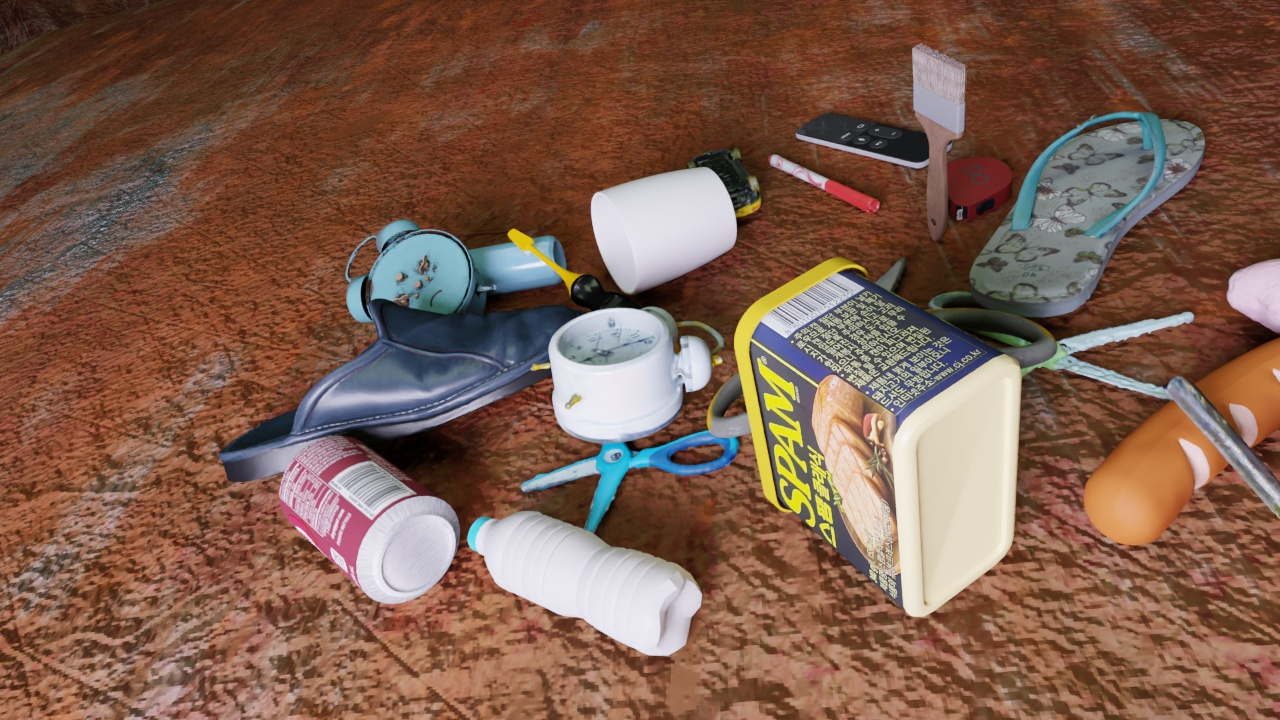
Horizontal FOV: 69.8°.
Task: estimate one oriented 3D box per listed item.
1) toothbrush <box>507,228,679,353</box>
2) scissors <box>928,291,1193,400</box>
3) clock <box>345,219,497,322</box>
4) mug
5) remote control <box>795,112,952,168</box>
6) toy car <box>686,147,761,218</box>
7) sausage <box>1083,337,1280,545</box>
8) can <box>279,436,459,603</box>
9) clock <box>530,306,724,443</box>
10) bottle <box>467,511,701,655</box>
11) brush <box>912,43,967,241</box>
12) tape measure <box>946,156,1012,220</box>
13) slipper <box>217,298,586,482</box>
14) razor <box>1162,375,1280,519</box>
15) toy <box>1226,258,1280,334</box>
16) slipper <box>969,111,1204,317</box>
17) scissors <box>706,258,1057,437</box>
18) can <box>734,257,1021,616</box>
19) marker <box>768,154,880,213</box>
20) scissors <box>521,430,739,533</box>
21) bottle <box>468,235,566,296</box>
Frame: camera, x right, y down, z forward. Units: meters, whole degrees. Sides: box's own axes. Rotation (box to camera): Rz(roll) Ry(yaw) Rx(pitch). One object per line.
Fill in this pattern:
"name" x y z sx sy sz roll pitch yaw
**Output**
"toothbrush" -0.040 -0.051 0.671 0.031 0.031 0.197 -44 54 -10
"scissors" 0.232 0.000 0.533 0.165 0.024 0.171 -29 34 -24
"clock" -0.176 -0.058 0.712 0.124 0.053 0.090 26 80 22
"mug" 0.014 -0.101 0.715 0.087 0.081 0.114 -21 4 -16
"remote control" 0.202 -0.195 0.807 0.045 0.008 0.147 -34 39 -22
"toy car" 0.071 -0.152 0.786 0.049 0.030 0.106 -17 38 3
"sausage" 0.277 0.033 0.442 0.164 0.039 0.044 -30 43 -16
"can" -0.159 0.089 0.531 0.063 0.063 0.114 -39 41 -28
"clock" -0.003 0.003 0.571 0.117 0.057 0.083 -22 34 -20
"bottle" -0.035 0.108 0.470 0.136 0.044 0.044 13 45 35
"brush" 0.199 -0.139 0.616 0.008 0.143 0.045 -27 45 -11
"tape measure" 0.252 -0.129 0.688 0.051 0.019 0.058 -11 43 5
"slipper" -0.164 -0.001 0.618 0.265 0.083 0.109 -19 15 -1
"razor" 0.268 0.050 0.399 0.042 0.026 0.106 -27 66 -9
"toy" 0.378 -0.032 0.477 0.102 0.050 0.093 -14 32 -1
"slipper" 0.298 -0.119 0.621 0.098 0.055 0.268 18 47 42
"scissors" 0.138 -0.013 0.559 0.230 0.016 0.224 5 34 42
"can" 0.111 0.036 0.428 0.075 0.135 0.104 -30 40 -17
"marker" 0.149 -0.150 0.766 0.012 0.013 0.142 -28 36 -14
"scissors" -0.004 0.055 0.557 0.140 0.011 0.133 -2 36 19
"bottle" -0.128 -0.073 0.756 0.130 0.040 0.040 -8 36 13
